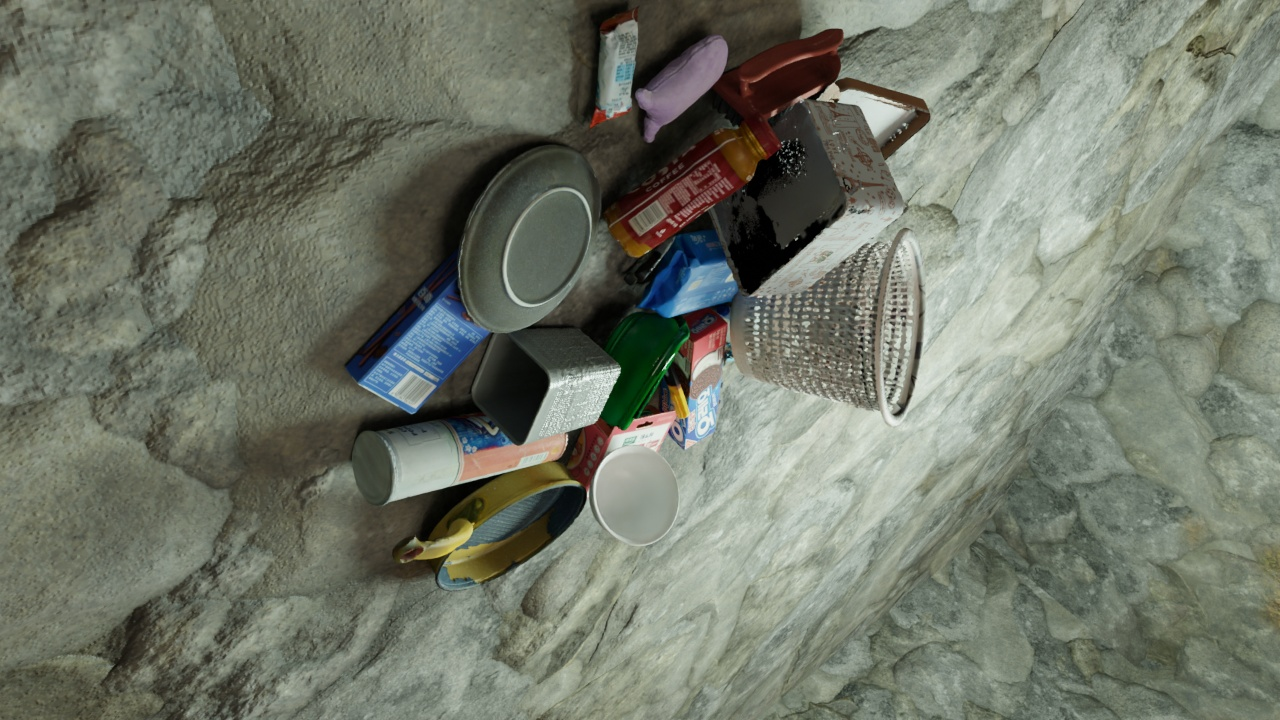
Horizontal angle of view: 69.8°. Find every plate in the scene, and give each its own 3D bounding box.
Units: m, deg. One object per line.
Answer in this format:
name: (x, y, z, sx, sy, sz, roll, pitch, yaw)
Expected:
plate: (-0.089, -0.103, 0.815, 0.179, 0.024, 0.180, -40, 145, -36)

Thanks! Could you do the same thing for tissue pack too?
tissue pack: (0.067, -0.101, 1.003, 0.156, 0.052, 0.095, -17, 152, -40)

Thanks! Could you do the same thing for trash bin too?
trash bin: (0.220, -0.044, 1.090, 0.227, 0.192, 0.227, -16, 109, -60)

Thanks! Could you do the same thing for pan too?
pan: (-0.170, 0.184, 0.975, 0.198, 0.078, 0.357, -41, 156, 6)

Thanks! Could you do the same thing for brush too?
brush: (0.142, -0.278, 0.893, 0.145, 0.063, 0.069, -31, 159, -27)

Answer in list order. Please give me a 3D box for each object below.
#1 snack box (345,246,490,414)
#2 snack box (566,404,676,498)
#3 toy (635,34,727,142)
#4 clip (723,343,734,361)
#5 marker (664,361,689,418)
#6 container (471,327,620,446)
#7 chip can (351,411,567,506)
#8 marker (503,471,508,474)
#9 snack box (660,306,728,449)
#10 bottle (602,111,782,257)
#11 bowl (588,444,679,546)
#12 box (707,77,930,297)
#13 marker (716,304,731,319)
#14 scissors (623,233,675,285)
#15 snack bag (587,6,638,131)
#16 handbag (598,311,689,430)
snack box: (-0.180, -0.028, 0.821, 0.157, 0.026, 0.084, -47, 150, -1)
snack box: (-0.026, 0.104, 1.143, 0.113, 0.044, 0.127, -9, 134, -45)
toy: (0.039, -0.249, 0.827, 0.108, 0.039, 0.084, -45, 167, -10)
clip: (0.129, -0.010, 1.231, 0.056, 0.015, 0.049, 1, 123, -49)
marker: (0.036, 0.018, 1.102, 0.015, 0.018, 0.124, -38, 123, -31)
container: (-0.091, 0.021, 0.927, 0.114, 0.090, 0.090, -9, 133, -50)
chip can: (-0.174, 0.088, 0.918, 0.214, 0.071, 0.071, -9, 132, -46)
marker: (-0.138, 0.118, 1.048, 0.145, 0.017, 0.017, -54, 148, 11)
snack box: (0.064, 0.022, 1.147, 0.058, 0.057, 0.208, -30, 145, -26)
bottle: (0.049, -0.166, 0.861, 0.175, 0.057, 0.057, -33, 153, 17)
bowl: (-0.020, 0.164, 1.098, 0.118, 0.118, 0.065, -23, 180, -34)
box: (0.198, -0.169, 0.942, 0.192, 0.156, 0.184, -4, 158, -33)
marker: (0.137, -0.051, 1.191, 0.017, 0.017, 0.145, -55, 148, 12)
scissors: (0.039, -0.138, 0.936, 0.160, 0.014, 0.170, -42, -169, 37)
snack bag: (-0.022, -0.242, 0.770, 0.048, 0.026, 0.104, -34, 147, -33)
handbag: (-0.006, 0.006, 1.016, 0.131, 0.068, 0.120, -59, 174, 24)
